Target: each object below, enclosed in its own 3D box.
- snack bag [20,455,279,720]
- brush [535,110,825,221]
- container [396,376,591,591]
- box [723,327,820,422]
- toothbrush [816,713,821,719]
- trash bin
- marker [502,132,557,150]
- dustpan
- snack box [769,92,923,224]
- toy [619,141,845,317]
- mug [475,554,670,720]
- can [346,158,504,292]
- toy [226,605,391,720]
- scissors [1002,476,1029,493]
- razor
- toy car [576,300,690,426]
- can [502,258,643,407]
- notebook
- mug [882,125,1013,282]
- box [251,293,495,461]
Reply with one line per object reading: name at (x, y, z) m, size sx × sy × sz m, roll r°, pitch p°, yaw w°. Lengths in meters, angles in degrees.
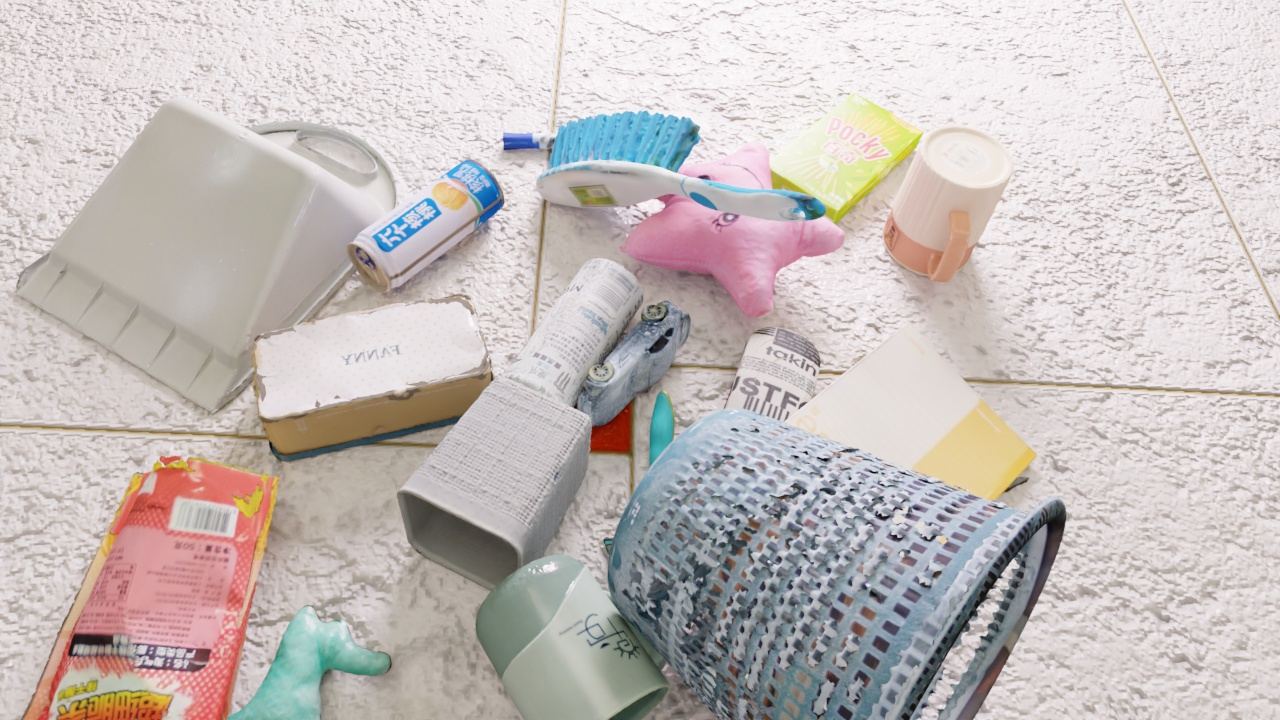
snack bag at (-0.300, 0.165, 0.570) m, size 0.128 × 0.073 × 0.207 m, roll 1°, pitch 60°, yaw 5°
brush at (0.027, -0.154, 0.745) m, size 0.315 × 0.060 × 0.109 m, roll 6°, pitch 57°, yaw 40°
container at (-0.093, 0.083, 0.628) m, size 0.090 × 0.090 × 0.114 m, roll 24°, pitch 53°, yaw 11°
box at (0.095, 0.040, 0.694) m, size 0.070 × 0.056 × 0.163 m, roll 28°, pitch 54°, yaw -12°
toothbrush at (0.089, 0.238, 0.577) m, size 0.188 × 0.017 × 0.014 m, roll -31°, pitch 57°, yaw -22°
trash bin at (0.098, 0.133, 0.531) m, size 0.195 × 0.227 × 0.226 m, roll 30°, pitch 57°, yaw 33°
marker at (-0.058, -0.210, 0.878) m, size 0.145 × 0.017 × 0.016 m, roll -2°, pitch 55°, yaw -6°
dustpan at (-0.339, -0.108, 0.788) m, size 0.223 × 0.142 × 0.257 m, roll 28°, pitch 87°, yaw 14°
snack box at (0.195, -0.196, 0.883) m, size 0.086 × 0.026 × 0.156 m, roll 38°, pitch 60°, yaw 19°
toy at (0.069, -0.111, 0.782) m, size 0.178 × 0.075 × 0.194 m, roll -20°, pitch 54°, yaw -12°
mug at (-0.036, 0.180, 0.574) m, size 0.111 × 0.082 × 0.106 m, roll -7°, pitch 49°, yaw -47°
can at (-0.180, -0.115, 0.778) m, size 0.053 × 0.053 × 0.134 m, roll 35°, pitch 60°, yaw 19°
toy at (-0.208, 0.199, 0.570) m, size 0.096 × 0.030 × 0.091 m, roll 9°, pitch 56°, yaw 7°
scissors at (0.211, 0.112, 0.677) m, size 0.178 × 0.014 × 0.159 m, roll 6°, pitch 54°, yaw -2°
razor at (0.008, 0.081, 0.672) m, size 0.043 × 0.028 × 0.132 m, roll -8°, pitch 52°, yaw 28°
toy car at (-0.004, 0.004, 0.709) m, size 0.037 × 0.054 × 0.120 m, roll 33°, pitch 59°, yaw 19°
can at (-0.054, -0.012, 0.714) m, size 0.058 × 0.058 × 0.146 m, roll 25°, pitch 57°, yaw 12°
notebook at (0.187, 0.072, 0.677) m, size 0.205 × 0.010 × 0.146 m, roll -34°, pitch 75°, yaw -29°
mug at (0.264, -0.126, 0.791) m, size 0.081 × 0.106 × 0.114 m, roll 9°, pitch 54°, yaw 2°
box at (-0.204, 0.012, 0.686) m, size 0.184 × 0.061 × 0.089 m, roll -12°, pitch 56°, yaw -10°
